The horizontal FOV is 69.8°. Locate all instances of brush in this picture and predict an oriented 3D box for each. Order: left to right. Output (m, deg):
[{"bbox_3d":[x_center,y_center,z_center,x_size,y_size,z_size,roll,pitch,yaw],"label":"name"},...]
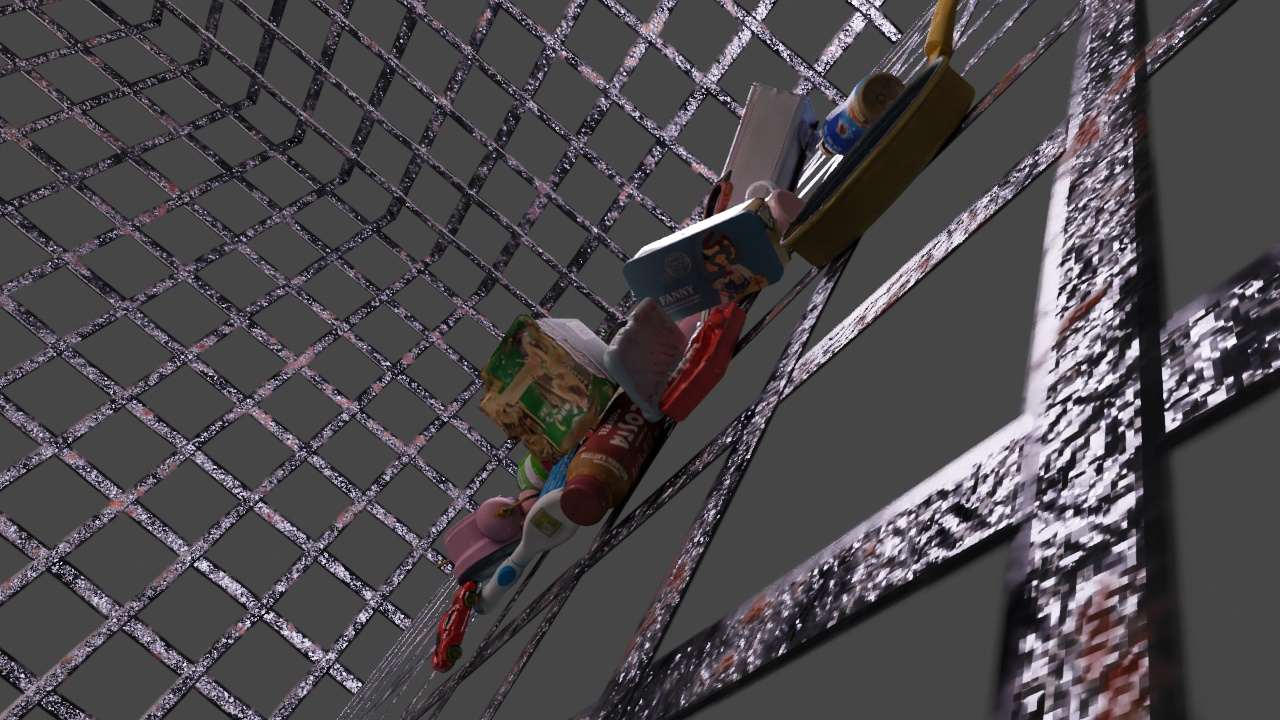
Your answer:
[{"bbox_3d":[-0.112,0.189,0.985,0.109,0.060,0.315,-57,3,-36],"label":"brush"}]

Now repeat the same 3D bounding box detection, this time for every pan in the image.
[{"bbox_3d":[0.231,-0.234,0.783,0.357,0.078,0.198,-51,3,-12],"label":"pan"}]

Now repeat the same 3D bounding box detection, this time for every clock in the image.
[{"bbox_3d":[-0.164,0.203,1.085,0.159,0.060,0.117,-42,-21,28],"label":"clock"}]

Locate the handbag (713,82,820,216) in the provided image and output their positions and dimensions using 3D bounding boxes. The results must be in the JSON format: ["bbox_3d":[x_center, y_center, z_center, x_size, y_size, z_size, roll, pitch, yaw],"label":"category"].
[{"bbox_3d":[0.176,-0.259,1.268,0.197,0.098,0.144,-70,-16,5],"label":"handbag"}]

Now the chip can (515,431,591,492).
[{"bbox_3d":[-0.106,0.125,1.110,0.072,0.072,0.236,-51,1,-20],"label":"chip can"}]

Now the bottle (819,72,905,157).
[{"bbox_3d":[0.271,-0.300,1.162,0.065,0.065,0.219,-50,3,-4],"label":"bottle"}]

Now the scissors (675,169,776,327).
[{"bbox_3d":[0.090,-0.119,1.096,0.223,0.015,0.188,-48,41,43],"label":"scissors"}]

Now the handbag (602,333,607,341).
[{"bbox_3d":[-0.033,0.033,1.321,0.131,0.068,0.120,-90,15,-46],"label":"handbag"}]

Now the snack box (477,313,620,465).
[{"bbox_3d":[-0.075,0.019,0.893,0.118,0.118,0.105,-53,-9,26],"label":"snack box"}]

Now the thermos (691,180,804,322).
[{"bbox_3d":[0.121,-0.132,1.121,0.067,0.087,0.199,-24,-18,-42],"label":"thermos"}]

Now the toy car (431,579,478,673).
[{"bbox_3d":[-0.210,0.297,1.035,0.049,0.031,0.106,-43,26,56],"label":"toy car"}]

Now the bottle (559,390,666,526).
[{"bbox_3d":[-0.024,0.086,0.829,0.058,0.057,0.174,-49,3,29],"label":"bottle"}]

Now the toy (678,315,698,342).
[{"bbox_3d":[0.057,-0.045,1.386,0.159,0.054,0.121,-46,3,-5],"label":"toy"}]

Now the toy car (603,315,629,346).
[{"bbox_3d":[-0.006,0.006,1.077,0.070,0.042,0.158,-51,-37,-19],"label":"toy car"}]

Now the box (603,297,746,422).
[{"bbox_3d":[0.032,-0.020,0.896,0.095,0.101,0.201,-50,3,23],"label":"box"}]

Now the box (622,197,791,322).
[{"bbox_3d":[0.068,-0.104,1.007,0.185,0.090,0.061,-23,15,26],"label":"box"}]

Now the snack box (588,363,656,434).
[{"bbox_3d":[-0.006,0.028,0.996,0.140,0.087,0.034,-51,3,-16],"label":"snack box"}]
